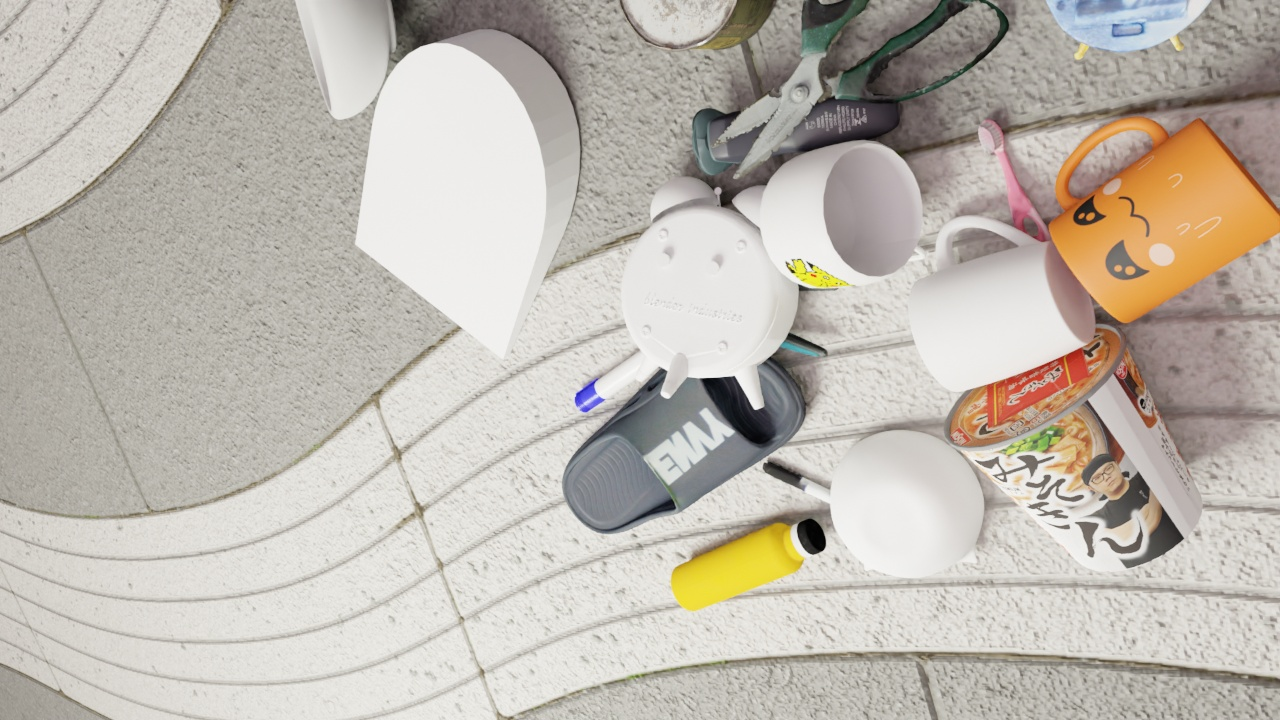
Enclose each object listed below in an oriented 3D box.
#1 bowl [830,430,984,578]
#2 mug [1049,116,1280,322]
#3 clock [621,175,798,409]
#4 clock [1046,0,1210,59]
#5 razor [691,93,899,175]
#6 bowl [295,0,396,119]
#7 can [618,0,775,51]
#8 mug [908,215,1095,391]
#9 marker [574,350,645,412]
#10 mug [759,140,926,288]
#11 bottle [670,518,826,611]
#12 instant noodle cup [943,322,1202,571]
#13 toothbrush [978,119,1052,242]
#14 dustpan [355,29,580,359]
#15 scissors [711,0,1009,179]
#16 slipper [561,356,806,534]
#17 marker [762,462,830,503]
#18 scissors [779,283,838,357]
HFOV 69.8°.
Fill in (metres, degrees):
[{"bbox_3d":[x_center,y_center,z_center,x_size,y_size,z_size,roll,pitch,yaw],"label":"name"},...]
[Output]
[{"bbox_3d":[0.194,0.113,0.684,0.115,0.050,0.115,6,104,24],"label":"bowl"},{"bbox_3d":[0.301,-0.095,0.546,0.096,0.077,0.112,-40,56,34],"label":"mug"},{"bbox_3d":[0.047,-0.053,0.675,0.125,0.072,0.161,13,97,28],"label":"clock"},{"bbox_3d":[0.275,-0.235,0.510,0.089,0.051,0.125,5,111,28],"label":"clock"},{"bbox_3d":[0.106,-0.161,0.639,0.143,0.052,0.047,-3,102,25],"label":"razor"},{"bbox_3d":[-0.241,-0.291,0.747,0.177,0.066,0.176,163,90,-73],"label":"bowl"},{"bbox_3d":[0.040,-0.257,0.622,0.090,0.074,0.090,10,112,26],"label":"can"},{"bbox_3d":[0.231,-0.046,0.594,0.088,0.080,0.114,-22,69,42],"label":"mug"},{"bbox_3d":[-0.005,0.005,0.783,0.142,0.020,0.020,-35,90,35],"label":"marker"},{"bbox_3d":[0.141,-0.092,0.618,0.068,0.115,0.094,2,70,61],"label":"mug"},{"bbox_3d":[0.091,0.172,0.778,0.144,0.043,0.043,-32,91,34],"label":"bottle"},{"bbox_3d":[0.284,0.061,0.590,0.124,0.123,0.122,-34,99,34],"label":"instant noodle cup"},{"bbox_3d":[0.252,-0.095,0.600,0.022,0.016,0.135,-22,97,47],"label":"toothbrush"},{"bbox_3d":[-0.147,-0.155,0.802,0.191,0.053,0.258,37,134,12],"label":"dustpan"},{"bbox_3d":[0.142,-0.182,0.600,0.137,0.015,0.210,38,107,5],"label":"scissors"},{"bbox_3d":[0.013,0.077,0.764,0.269,0.083,0.110,-38,86,36],"label":"slipper"},{"bbox_3d":[0.166,0.116,0.734,0.152,0.011,0.011,24,119,19],"label":"marker"},{"bbox_3d":[0.087,-0.044,0.710,0.126,0.019,0.154,-41,80,29],"label":"scissors"}]
